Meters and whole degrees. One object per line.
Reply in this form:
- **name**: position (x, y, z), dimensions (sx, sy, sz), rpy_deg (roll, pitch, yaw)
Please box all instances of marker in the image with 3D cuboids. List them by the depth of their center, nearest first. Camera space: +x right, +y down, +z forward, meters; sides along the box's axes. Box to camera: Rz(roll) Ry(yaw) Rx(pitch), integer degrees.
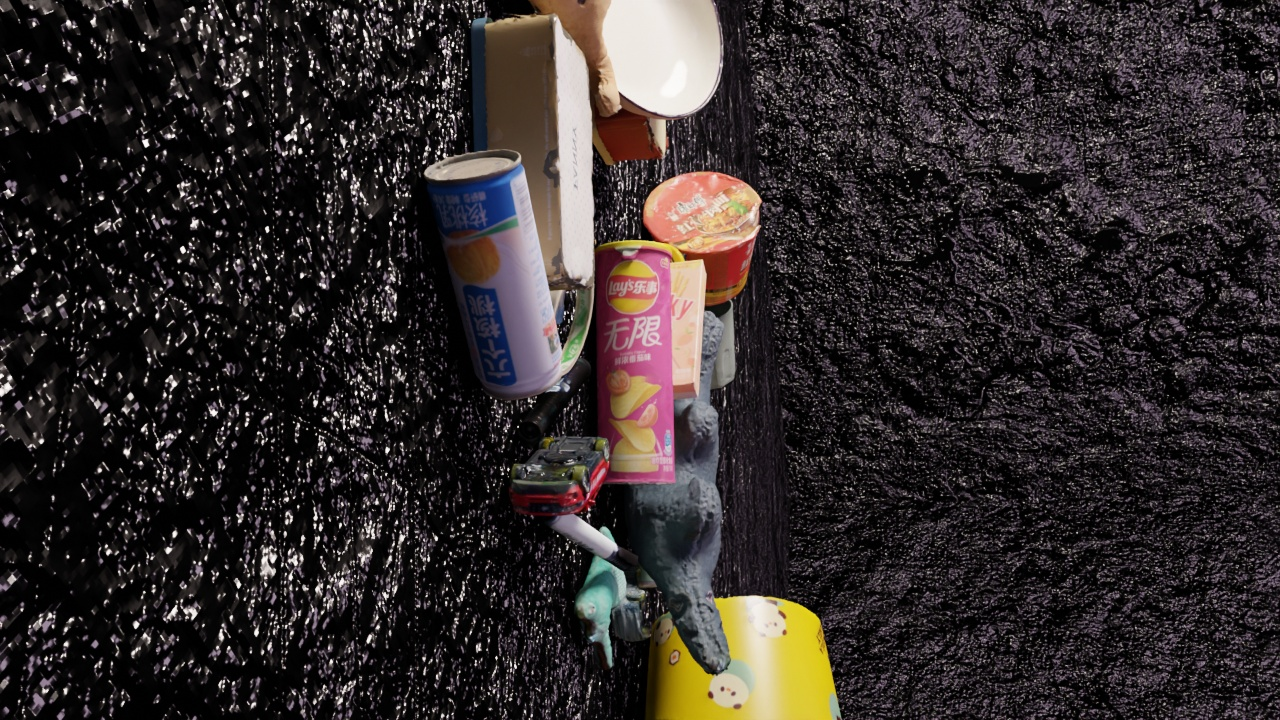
- **marker**: position (-0.061, 0.029, 0.672), dimensions (0.131, 0.020, 0.022), rpy_deg (-60, 161, -67)
- **marker**: position (-0.037, 0.135, 0.697), dimensions (0.131, 0.023, 0.018), rpy_deg (48, 36, -53)

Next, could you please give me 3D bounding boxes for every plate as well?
- **plate**: position (-0.008, -0.293, 0.782), dimensions (0.192, 0.039, 0.192), rpy_deg (11, 73, -41)

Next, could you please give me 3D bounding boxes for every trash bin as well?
- **trash bin**: position (0.101, 0.389, 0.904), dimensions (0.230, 0.230, 0.254), rpy_deg (71, 14, -51)

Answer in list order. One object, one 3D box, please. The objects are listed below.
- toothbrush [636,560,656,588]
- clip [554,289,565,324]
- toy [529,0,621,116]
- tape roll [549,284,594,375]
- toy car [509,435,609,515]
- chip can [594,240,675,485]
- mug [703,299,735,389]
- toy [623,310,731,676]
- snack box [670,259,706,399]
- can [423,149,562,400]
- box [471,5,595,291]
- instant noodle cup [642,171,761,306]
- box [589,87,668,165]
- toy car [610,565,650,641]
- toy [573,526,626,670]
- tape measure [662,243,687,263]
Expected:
- **toothbrush**: position (0.009, 0.123, 0.956), dimensions (0.027, 0.027, 0.224), rpy_deg (14, 67, -32)
- **clip**: position (-0.063, -0.054, 0.685), dimensions (0.024, 0.029, 0.057), rpy_deg (-20, 113, -71)
- **toy**: position (-0.051, -0.291, 0.651), dimensions (0.143, 0.083, 0.226), rpy_deg (-3, 93, -61)
- **tape roll**: position (-0.056, -0.031, 0.672), dimensions (0.085, 0.014, 0.086), rpy_deg (14, 89, -76)
- **toy car**: position (-0.051, 0.081, 0.625), dimensions (0.120, 0.053, 0.045), rpy_deg (-35, 124, -77)
- **chip can**: position (-0.005, 0.005, 0.812), dimensions (0.071, 0.071, 0.210), rpy_deg (27, 61, -76)
- **mug**: position (0.077, -0.014, 1.172), dimensions (0.123, 0.084, 0.103), rpy_deg (-71, 157, -58)
- **toy**: position (0.039, 0.124, 0.868), dimensions (0.138, 0.091, 0.355), rpy_deg (-41, -141, 45)
- **snack box**: position (0.019, -0.030, 0.899), dimensions (0.026, 0.084, 0.157), rpy_deg (65, 24, -50)
- **can**: position (-0.080, -0.047, 0.520), dimensions (0.053, 0.053, 0.135), rpy_deg (-71, 155, -59)
- **box**: position (-0.068, -0.136, 0.595), dimensions (0.089, 0.059, 0.184), rpy_deg (22, 64, -77)
- **instant noodle cup**: position (0.072, -0.139, 1.088), dimensions (0.109, 0.138, 0.137), rpy_deg (86, 9, -52)
- **box**: position (-0.004, -0.279, 0.870), dimensions (0.091, 0.077, 0.168), rpy_deg (44, 45, -71)
- **toy car**: position (-0.011, 0.218, 0.826), dimensions (0.090, 0.034, 0.043), rpy_deg (-103, -177, -77)
- **toy**: position (-0.032, 0.196, 0.742), dimensions (0.091, 0.030, 0.096), rpy_deg (-50, 130, -66)
- **tape measure**: position (0.023, -0.098, 0.996), dimensions (0.029, 0.060, 0.057), rpy_deg (7, 75, -77)
